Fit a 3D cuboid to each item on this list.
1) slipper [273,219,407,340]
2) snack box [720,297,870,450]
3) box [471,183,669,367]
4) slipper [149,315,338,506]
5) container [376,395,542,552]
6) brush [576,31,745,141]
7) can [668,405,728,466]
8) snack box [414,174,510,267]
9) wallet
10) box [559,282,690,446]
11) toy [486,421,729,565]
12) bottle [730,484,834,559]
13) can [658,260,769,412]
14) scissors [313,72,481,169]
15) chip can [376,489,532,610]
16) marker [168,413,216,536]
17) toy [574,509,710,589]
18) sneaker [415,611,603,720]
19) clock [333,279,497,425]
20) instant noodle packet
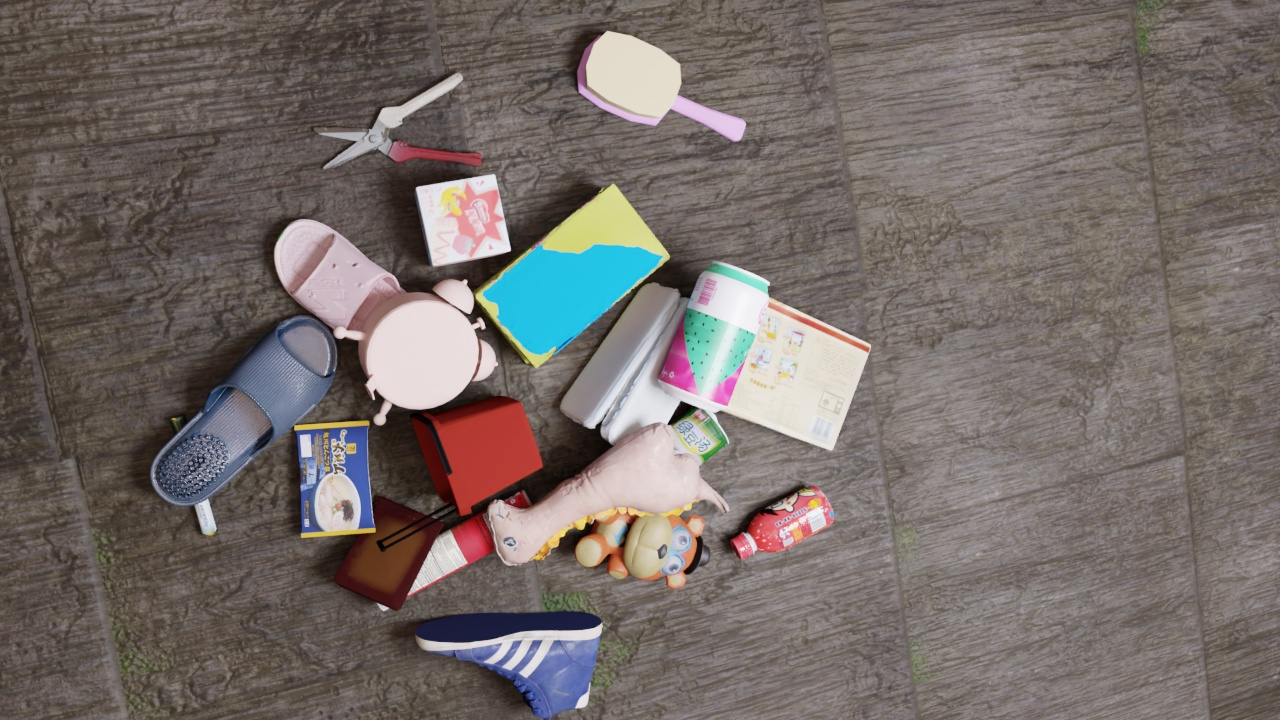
[{"bbox_3d":[-0.327,-0.069,1.079,0.239,0.064,0.094,39,85,-15],"label":"slipper"},{"bbox_3d":[0.187,0.014,1.191,0.207,0.055,0.153,21,90,-29],"label":"snack box"},{"bbox_3d":[-0.088,-0.103,1.129,0.221,0.083,0.124,-42,102,-5],"label":"box"},{"bbox_3d":[-0.445,0.061,1.044,0.101,0.083,0.263,44,77,-17],"label":"slipper"},{"bbox_3d":[-0.231,0.121,1.074,0.200,0.148,0.127,-22,100,-21],"label":"container"},{"bbox_3d":[0.034,-0.335,1.157,0.228,0.043,0.089,20,89,-14],"label":"brush"},{"bbox_3d":[0.049,0.115,1.182,0.121,0.067,0.067,-37,102,-9],"label":"can"},{"bbox_3d":[-0.212,-0.165,1.090,0.094,0.079,0.093,-12,97,-13],"label":"snack box"},{"bbox_3d":[-0.302,0.229,1.098,0.091,0.018,0.115,20,64,10],"label":"wallet"},{"bbox_3d":[0.012,0.015,1.152,0.105,0.130,0.211,40,83,-35],"label":"box"},{"bbox_3d":[-0.045,0.184,1.100,0.264,0.065,0.196,-38,109,8],"label":"toy"},{"bbox_3d":[0.186,0.222,1.227,0.137,0.062,0.062,-25,100,-11],"label":"bottle"},{"bbox_3d":[0.088,-0.027,1.086,0.088,0.088,0.166,21,92,-14],"label":"can"},{"bbox_3d":[-0.278,-0.277,1.099,0.196,0.015,0.179,27,89,-14],"label":"scissors"},{"bbox_3d":[-0.229,0.232,1.132,0.214,0.052,0.052,-27,100,-10],"label":"chip can"},{"bbox_3d":[-0.521,0.135,1.070,0.017,0.017,0.146,-14,98,-13],"label":"marker"},{"bbox_3d":[0.006,0.229,1.174,0.176,0.096,0.112,16,91,-26],"label":"toy"},{"bbox_3d":[-0.165,0.387,1.145,0.232,0.091,0.118,1,96,-22],"label":"sneaker"},{"bbox_3d":[-0.251,-0.009,1.059,0.160,0.086,0.131,-29,118,-24],"label":"clock"},{"bbox_3d":[-0.366,0.142,1.098,0.087,0.026,0.134,-4,89,-4],"label":"instant noodle packet"}]
